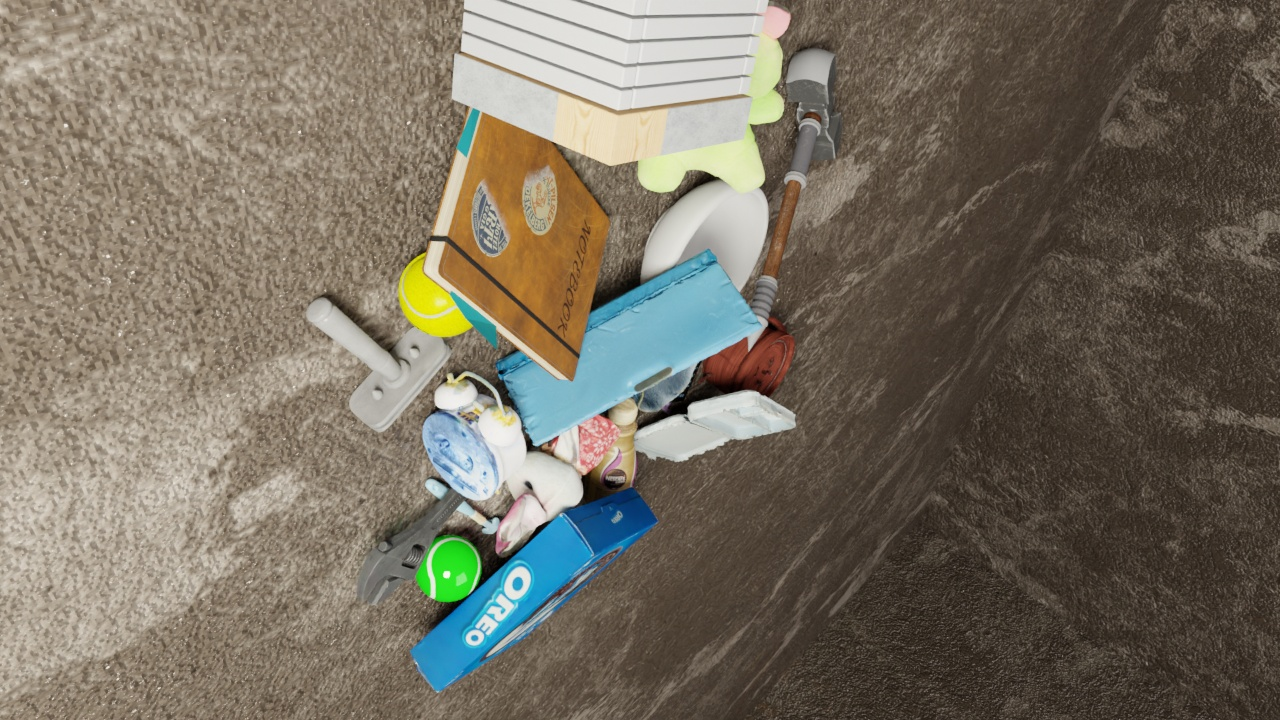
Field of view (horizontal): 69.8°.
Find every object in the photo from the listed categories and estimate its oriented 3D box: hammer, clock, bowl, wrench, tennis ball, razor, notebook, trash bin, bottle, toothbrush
[{"bbox_3d":[0.154,-0.156,0.960,0.156,0.043,0.321,58,46,-61],"label":"hammer"},{"bbox_3d":[-0.144,0.064,0.804,0.051,0.089,0.126,-37,150,-42],"label":"clock"},{"bbox_3d":[0.055,-0.114,0.952,0.176,0.066,0.177,-39,149,-30],"label":"bowl"},{"bbox_3d":[-0.169,0.122,0.876,0.272,0.018,0.073,-49,153,-29],"label":"wrench"},{"bbox_3d":[-0.149,-0.050,0.692,0.065,0.065,0.065,-39,149,-30],"label":"tennis ball"},{"bbox_3d":[-0.205,-0.009,0.681,0.088,0.047,0.116,-50,145,-10],"label":"razor"},{"bbox_3d":[-0.090,-0.090,0.717,0.249,0.014,0.178,46,53,-63],"label":"notebook"},{"bbox_3d":[0.148,0.000,1.226,0.157,0.072,0.121,-1,121,-57],"label":"clock"},{"bbox_3d":[0.017,0.001,1.033,0.110,0.055,0.111,-40,150,-30],"label":"bowl"},{"bbox_3d":[-0.007,-0.270,0.566,0.142,0.142,0.247,-24,134,-46],"label":"trash bin"},{"bbox_3d":[-0.031,0.114,1.076,0.059,0.060,0.166,-29,141,-42],"label":"bottle"},{"bbox_3d":[-0.191,0.206,0.912,0.065,0.065,0.065,-39,149,-30],"label":"tennis ball"},{"bbox_3d":[-0.178,0.147,0.923,0.022,0.016,0.155,-41,151,-6],"label":"toothbrush"}]

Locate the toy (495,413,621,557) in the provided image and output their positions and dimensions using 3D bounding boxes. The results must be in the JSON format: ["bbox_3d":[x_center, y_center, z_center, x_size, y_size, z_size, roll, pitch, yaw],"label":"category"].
[{"bbox_3d":[-0.090,0.110,0.932,0.194,0.084,0.159,-59,180,-18],"label":"toy"}]

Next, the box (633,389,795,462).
[{"bbox_3d":[0.093,0.087,1.185,0.192,0.045,0.209,-21,160,21],"label":"box"}]

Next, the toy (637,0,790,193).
[{"bbox_3d":[0.051,-0.233,0.773,0.150,0.107,0.197,-2,140,-4],"label":"toy"}]

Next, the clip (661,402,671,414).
[{"bbox_3d":[0.036,0.050,1.167,0.043,0.014,0.051,-47,154,-17],"label":"clip"}]

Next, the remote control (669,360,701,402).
[{"bbox_3d":[0.065,-0.018,1.130,0.047,0.022,0.150,-2,120,-57],"label":"remote control"}]

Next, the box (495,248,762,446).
[{"bbox_3d":[-0.005,0.006,0.849,0.231,0.111,0.094,-28,140,-4],"label":"box"}]

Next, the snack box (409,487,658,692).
[{"bbox_3d":[-0.109,0.241,0.992,0.239,0.056,0.195,-44,166,16],"label":"snack box"}]
